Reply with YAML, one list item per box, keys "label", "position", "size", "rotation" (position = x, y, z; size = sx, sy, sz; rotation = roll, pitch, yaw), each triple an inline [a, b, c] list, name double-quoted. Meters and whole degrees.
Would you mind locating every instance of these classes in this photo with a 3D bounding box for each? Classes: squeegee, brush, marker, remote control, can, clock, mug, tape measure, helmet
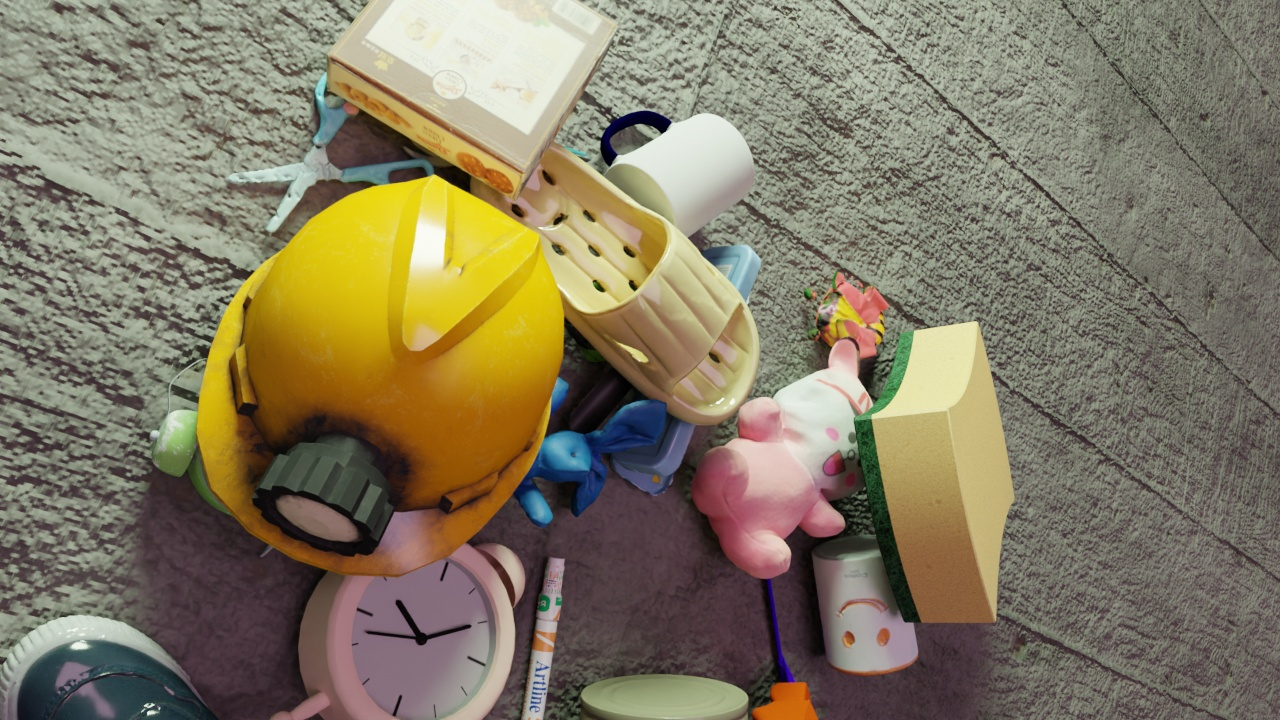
- label: "squeegee"
  position: [0.118, 0.301, 0.740]
  size: [0.184, 0.055, 0.249]
  rotation: [-20, 102, -71]
- label: "brush"
  position: [0.277, 0.094, 0.839]
  size: [0.249, 0.075, 0.195]
  rotation: [-40, 117, -57]
- label: "marker"
  position: [-0.073, 0.219, 0.679]
  size: [0.017, 0.017, 0.145]
  rotation: [14, 80, -35]
- label: "remote control"
  position: [-0.004, 0.004, 0.710]
  size: [0.146, 0.015, 0.033]
  rotation: [-49, 158, -10]
- label: "can"
  position: [0.017, 0.282, 0.673]
  size: [0.127, 0.128, 0.073]
  rotation: [5, 83, -36]
- label: "clock"
  position: [-0.153, 0.179, 0.596]
  size: [0.131, 0.086, 0.160]
  rotation: [35, 59, -29]
- label: "mug"
  position: [0.019, -0.153, 0.734]
  size: [0.096, 0.079, 0.112]
  rotation: [-38, 81, -31]
- label: "clock"
  position: [-0.233, 0.051, 0.556]
  size: [0.094, 0.043, 0.119]
  rotation: [-48, 114, -28]
- label: "tape measure"
  position: [-0.027, -0.033, 0.708]
  size: [0.065, 0.036, 0.059]
  rotation: [-35, 125, -19]
- label: "helmet"
  position: [-0.128, -0.017, 0.529]
  size: [0.205, 0.132, 0.254]
  rotation: [28, 51, -13]
- label: "mug"
  position: [0.204, 0.221, 0.839]
  size: [0.082, 0.082, 0.105]
  rotation: [-11, 93, -36]

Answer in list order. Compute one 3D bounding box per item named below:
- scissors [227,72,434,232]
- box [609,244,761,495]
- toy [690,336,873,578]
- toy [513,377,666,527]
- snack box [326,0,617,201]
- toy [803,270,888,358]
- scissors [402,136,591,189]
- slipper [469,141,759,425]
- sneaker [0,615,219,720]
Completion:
- label: "scissors"
  position: [-0.194, -0.127, 0.608]
  size: [0.119, 0.015, 0.138]
  rotation: [33, 73, -21]
- label: "box"
  position: [0.049, 0.010, 0.753]
  size: [0.079, 0.073, 0.210]
  rotation: [44, 62, -41]
- label: "toy"
  position: [0.136, 0.082, 0.796]
  size: [0.212, 0.084, 0.142]
  rotation: [-37, 109, -30]
- label: "toy"
  position: [-0.071, 0.076, 0.642]
  size: [0.176, 0.071, 0.113]
  rotation: [-9, 126, -36]
- label: "snack box"
  position: [-0.111, -0.205, 0.620]
  size: [0.143, 0.041, 0.146]
  rotation: [30, 66, -7]
- label: "toy"
  position: [0.202, -0.041, 0.876]
  size: [0.103, 0.046, 0.084]
  rotation: [-2, 76, -41]
- label: "scissors"
  position: [-0.096, -0.148, 0.679]
  size: [0.149, 0.019, 0.131]
  rotation: [-46, 111, -27]
- label: "slipper"
  position: [-0.005, -0.065, 0.649]
  size: [0.261, 0.079, 0.111]
  rotation: [42, 69, -9]
- label: "sneaker"
  position: [-0.251, 0.239, 0.505]
  size: [0.089, 0.088, 0.235]
  rotation: [-48, 114, -28]
